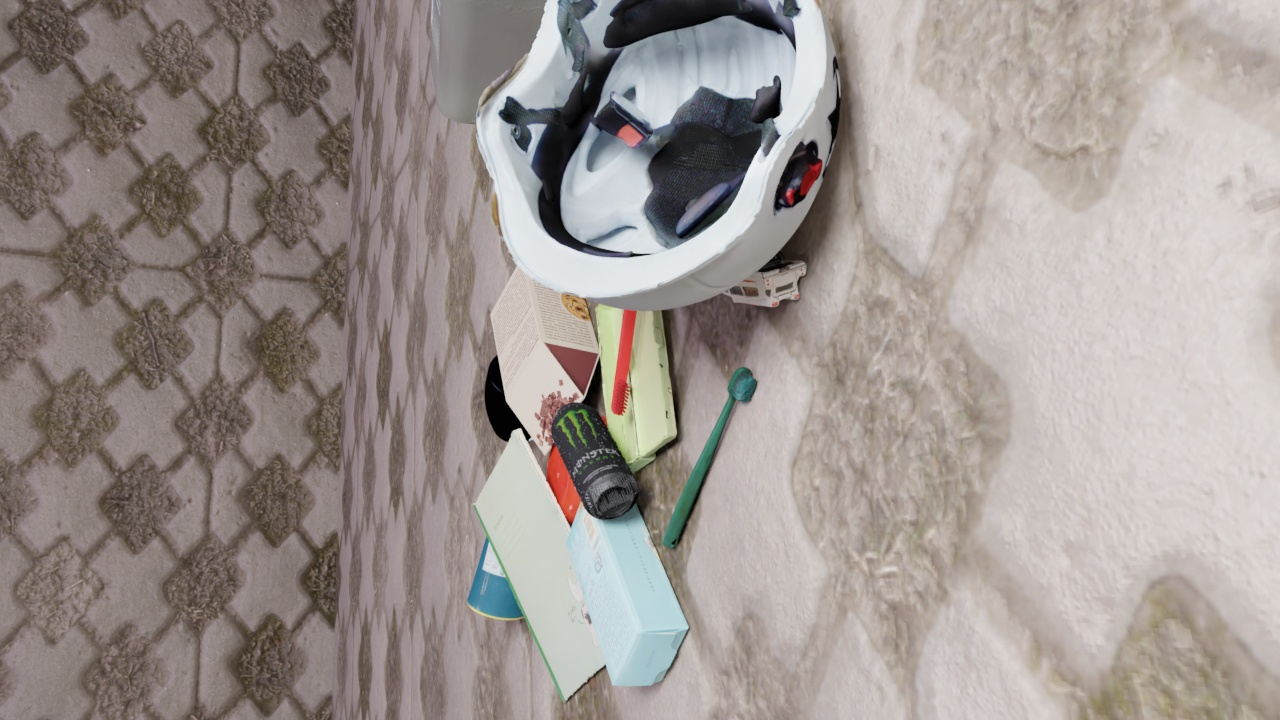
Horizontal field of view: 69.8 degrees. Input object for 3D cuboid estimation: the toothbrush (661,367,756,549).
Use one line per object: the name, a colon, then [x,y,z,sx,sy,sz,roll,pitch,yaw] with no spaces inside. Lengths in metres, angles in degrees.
toothbrush: [0.054,0.085,0.750,0.017,0.016,0.190,57,137,45]

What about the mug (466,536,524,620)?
mug: [-0.160,0.242,1.112,0.078,0.078,0.121,26,105,63]

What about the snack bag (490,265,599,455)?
snack bag: [-0.102,-0.006,1.005,0.095,0.069,0.206,-55,37,35]

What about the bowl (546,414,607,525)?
bowl: [-0.066,0.120,0.961,0.131,0.045,0.130,-177,90,-65]

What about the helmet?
helmet: [0.025,-0.143,0.637,0.237,0.163,0.263,10,76,29]

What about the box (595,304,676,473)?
box: [-0.005,0.005,0.874,0.138,0.024,0.187,129,138,-59]

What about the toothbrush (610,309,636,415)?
toothbrush: [-0.007,-0.052,0.840,0.018,0.012,0.212,-149,65,-65]

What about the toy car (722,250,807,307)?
toy car: [0.080,-0.061,0.698,0.113,0.039,0.039,14,120,65]

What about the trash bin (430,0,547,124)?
trash bin: [-0.156,-0.411,1.079,0.221,0.197,0.197,113,150,-46]

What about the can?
can: [-0.045,0.092,0.862,0.137,0.054,0.054,-125,45,-54]

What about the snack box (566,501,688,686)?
snack box: [-0.017,0.202,0.840,0.174,0.053,0.075,-116,39,-49]

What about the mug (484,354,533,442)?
mug: [-0.133,0.059,1.087,0.119,0.084,0.100,42,139,23]

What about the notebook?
notebook: [-0.106,0.223,0.988,0.252,0.010,0.182,60,142,22]
